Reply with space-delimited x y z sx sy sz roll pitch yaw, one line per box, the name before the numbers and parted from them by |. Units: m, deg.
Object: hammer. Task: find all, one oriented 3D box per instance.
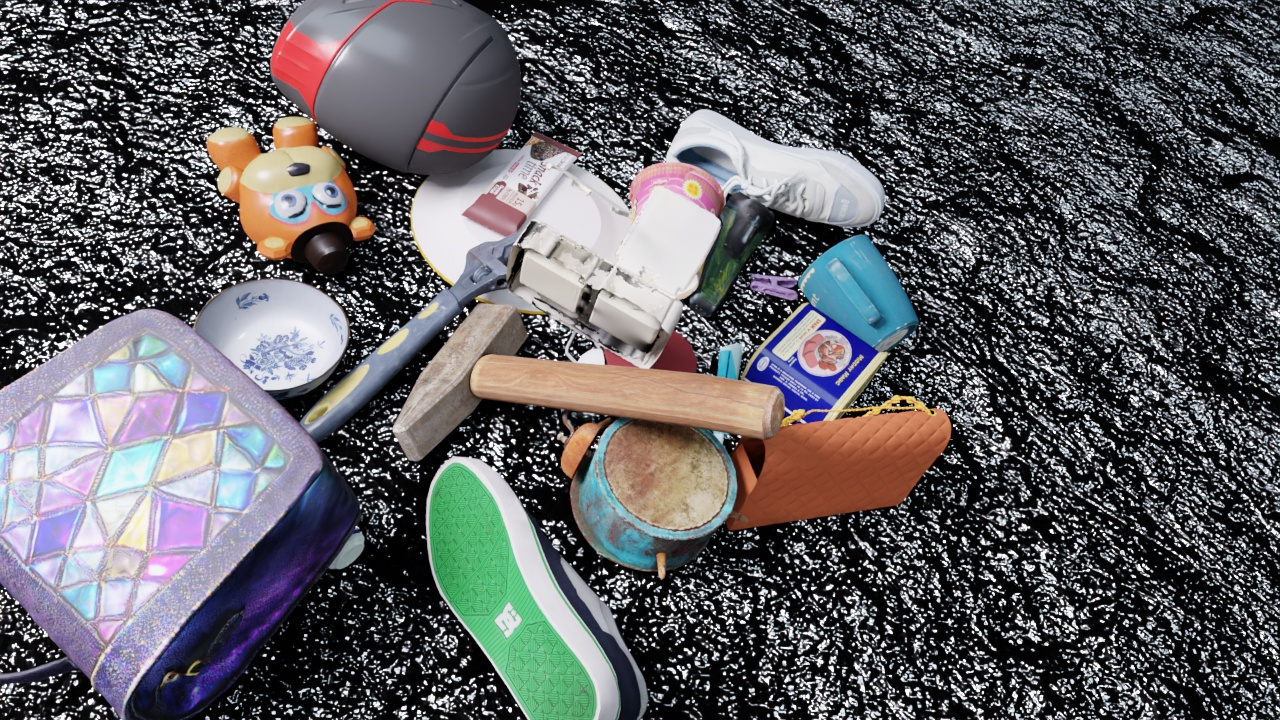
hammer | -0.037 0.026 0.701 0.301 0.037 0.157 6 44 26

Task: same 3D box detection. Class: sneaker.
sneaker | 0.141 -0.190 0.997 0.242 0.090 0.090 24 53 11
sneaker | -0.076 0.165 0.656 0.079 0.084 0.235 17 28 -53

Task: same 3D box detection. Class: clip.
clip | 0.138 -0.078 0.950 0.052 0.013 0.035 12 48 -5

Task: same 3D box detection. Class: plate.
plate | -0.110 -0.139 0.913 0.229 0.021 0.229 9 50 -11

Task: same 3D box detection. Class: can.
can | -0.241 0.110 0.665 0.095 0.032 0.032 40 52 16
can | 0.161 0.008 0.859 0.092 0.057 0.116 37 51 15

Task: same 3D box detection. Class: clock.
clock | -0.005 0.005 0.816 0.124 0.044 0.086 22 49 1
clock | -0.001 0.091 0.729 0.121 0.073 0.157 -26 67 -34

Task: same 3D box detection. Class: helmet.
helmet | -0.205 -0.261 0.874 0.170 0.165 0.264 39 30 -1

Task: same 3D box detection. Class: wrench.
wrench | -0.184 -0.028 0.776 0.073 0.022 0.272 15 51 37

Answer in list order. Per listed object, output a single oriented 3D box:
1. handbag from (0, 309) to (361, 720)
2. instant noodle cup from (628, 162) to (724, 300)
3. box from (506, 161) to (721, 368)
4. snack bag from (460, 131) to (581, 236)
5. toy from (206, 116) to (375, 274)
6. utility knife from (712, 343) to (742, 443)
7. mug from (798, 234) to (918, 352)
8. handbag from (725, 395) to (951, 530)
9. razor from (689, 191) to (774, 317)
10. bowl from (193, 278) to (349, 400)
handbag | -0.319 0.104 0.577 0.205 0.126 0.221 38 69 14
instant noodle cup | 0.029 -0.122 0.902 0.097 0.098 0.108 14 57 -7
box | -0.013 -0.097 0.720 0.143 0.193 0.106 30 67 -2
snack bag | -0.116 -0.178 0.917 0.057 0.013 0.157 28 49 3
toy | -0.308 -0.146 0.817 0.112 0.096 0.176 -23 73 -32
utility knife | 0.077 0.044 0.829 0.022 0.015 0.151 -4 48 17
mug | 0.216 -0.061 0.902 0.104 0.084 0.112 58 15 18
handbag | 0.157 0.079 0.765 0.171 0.109 0.060 -4 54 -21
razor | 0.090 -0.109 0.925 0.054 0.067 0.151 32 57 -6
bowl | -0.293 -0.009 0.735 0.114 0.045 0.114 9 51 -11
